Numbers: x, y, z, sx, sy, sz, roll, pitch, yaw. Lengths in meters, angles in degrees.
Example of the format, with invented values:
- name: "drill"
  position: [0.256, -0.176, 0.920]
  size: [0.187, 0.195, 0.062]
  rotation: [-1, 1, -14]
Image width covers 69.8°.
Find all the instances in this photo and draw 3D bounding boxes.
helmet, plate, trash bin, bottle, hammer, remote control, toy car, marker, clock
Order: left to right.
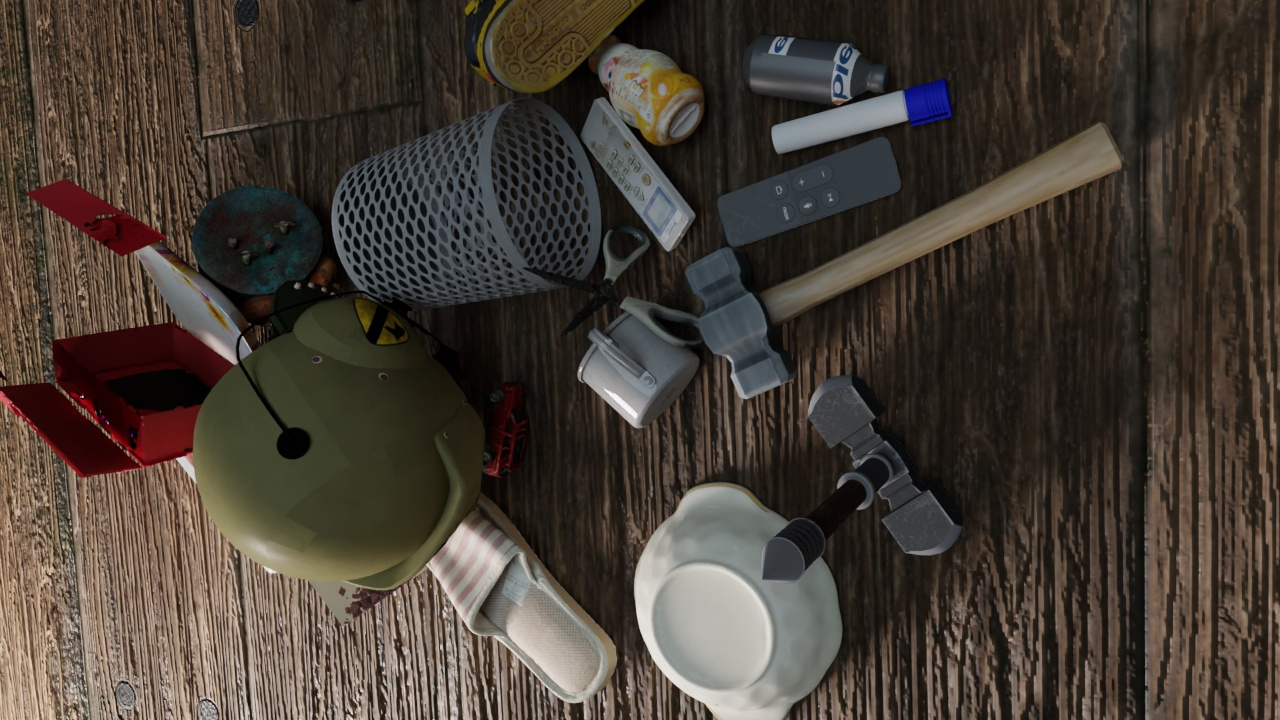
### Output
- name: "plate"
  position: [-0.442, -0.043, 0.945]
  size: [0.187, 0.016, 0.187]
  rotation: [34, 150, 20]
- name: "clock"
  position: [-0.371, -0.099, 0.918]
  size: [0.157, 0.121, 0.073]
  rotation: [50, 150, 3]
- name: "helmet"
  position: [-0.247, 0.077, 0.792]
  size: [0.233, 0.255, 0.251]
  rotation: [48, 114, 21]
- name: "trash bin"
  position: [-0.153, -0.125, 0.798]
  size: [0.184, 0.156, 0.156]
  rotation: [-9, 91, 29]
- name: "toy car"
  position: [-0.127, 0.065, 0.864]
  size: [0.036, 0.042, 0.091]
  rotation: [10, 100, 18]
- name: "remote control"
  position: [-0.004, -0.159, 0.784]
  size: [0.136, 0.011, 0.050]
  rotation: [54, 149, 12]
- name: "bottle"
  position: [0.002, -0.228, 0.761]
  size: [0.109, 0.063, 0.063]
  rotation: [46, 112, 24]
- name: "remote control"
  position: [0.132, -0.133, 0.736]
  size: [0.147, 0.008, 0.045]
  rotation: [-17, 88, 26]
- name: "bottle"
  position: [0.135, -0.223, 0.706]
  size: [0.112, 0.046, 0.047]
  rotation: [16, 102, 24]
- name: "hammer"
  position: [0.129, 0.091, 0.585]
  size: [0.043, 0.321, 0.156]
  rotation: [-39, 78, 23]
- name: "marker"
  position: [0.168, -0.185, 0.706]
  size: [0.133, 0.023, 0.027]
  rotation: [-10, 112, 26]
- name: "hammer"
  position: [0.191, -0.084, 0.694]
  size: [0.324, 0.051, 0.117]
  rotation: [-26, 84, 23]

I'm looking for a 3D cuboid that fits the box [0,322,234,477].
- name: "box"
  position: [-0.563, 0.022, 0.852]
  size: [0.211, 0.377, 0.124]
  rotation: [26, 96, 33]

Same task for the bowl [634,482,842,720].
- name: "bowl"
  position: [0.069, 0.216, 0.774]
  size: [0.189, 0.060, 0.219]
  rotation: [-8, 91, 26]

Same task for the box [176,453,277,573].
- name: "box"
  position: [-0.405, 0.119, 0.989]
  size: [0.197, 0.078, 0.122]
  rotation: [44, 92, 14]

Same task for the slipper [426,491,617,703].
- name: "slipper"
  position: [-0.131, 0.217, 0.876]
  size: [0.263, 0.052, 0.115]
  rotation: [43, 112, 16]

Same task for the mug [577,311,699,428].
- name: "mug"
  position: [-0.005, 0.005, 0.760]
  size: [0.070, 0.113, 0.084]
  rotation: [42, 95, 14]

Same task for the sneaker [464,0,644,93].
- name: "sneaker"
  position: [-0.056, -0.321, 0.771]
  size: [0.238, 0.086, 0.122]
  rotation: [-50, 30, -8]

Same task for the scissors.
- name: "scissors"
  position: [-0.014, -0.055, 0.746]
  size: [0.157, 0.169, 0.013]
  rotation: [32, 133, -7]

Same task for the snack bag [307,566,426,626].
- name: "snack bag"
  position: [-0.310, 0.152, 0.921]
  size: [0.094, 0.070, 0.206]
  rotation: [-34, 77, -12]
